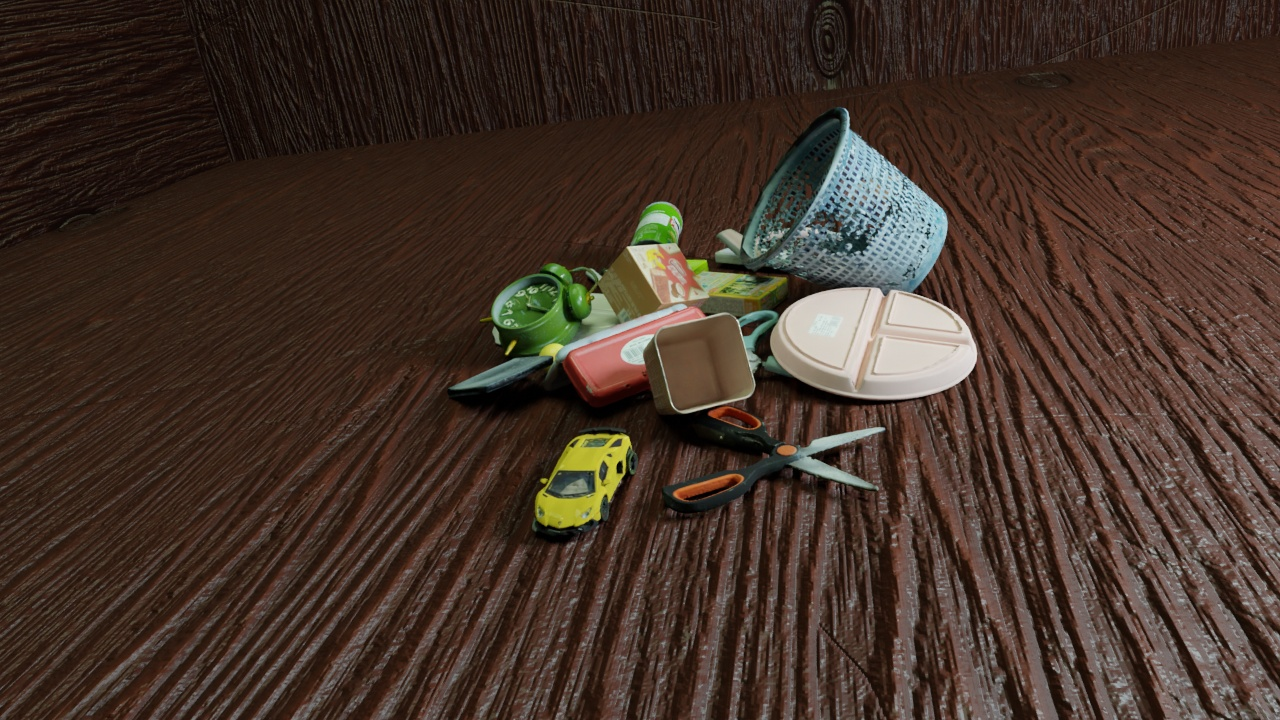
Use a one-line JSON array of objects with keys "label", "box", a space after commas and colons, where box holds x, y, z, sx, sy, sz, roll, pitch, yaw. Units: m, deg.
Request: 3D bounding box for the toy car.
[{"label": "toy car", "box": [-0.052, 0.112, 0.865, 0.071, 0.041, 0.155, -1, 25, 18]}]

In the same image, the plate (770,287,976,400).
[{"label": "plate", "box": [0.264, -0.028, 1.046, 0.229, 0.028, 0.229, -3, 32, 2]}]

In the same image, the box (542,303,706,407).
[{"label": "box", "box": [-0.008, 0.004, 1.103, 0.201, 0.101, 0.102, -22, 65, -31]}]

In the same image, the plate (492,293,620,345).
[{"label": "plate", "box": [-0.086, -0.059, 1.279, 0.266, 0.034, 0.161, 7, 28, 33]}]

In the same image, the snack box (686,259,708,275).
[{"label": "snack box", "box": [0.030, -0.116, 1.379, 0.086, 0.026, 0.156, 5, 26, 31]}]

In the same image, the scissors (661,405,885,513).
[{"label": "scissors", "box": [0.120, 0.092, 0.872, 0.233, 0.022, 0.221, -18, 26, -18]}]

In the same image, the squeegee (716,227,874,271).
[{"label": "squeegee", "box": [0.261, -0.181, 1.382, 0.249, 0.040, 0.247, -1, 18, -9]}]

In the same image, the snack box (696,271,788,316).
[{"label": "snack box", "box": [0.126, -0.094, 1.288, 0.141, 0.034, 0.086, 6, 27, 34]}]

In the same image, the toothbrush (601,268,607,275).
[{"label": "toothbrush", "box": [-0.015, -0.112, 1.331, 0.012, 0.017, 0.186, -52, 33, -4]}]

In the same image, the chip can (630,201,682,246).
[{"label": "chip can", "box": [0.022, -0.184, 1.415, 0.072, 0.072, 0.235, -5, 22, 8]}]

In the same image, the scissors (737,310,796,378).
[{"label": "scissors", "box": [0.167, -0.009, 1.068, 0.181, 0.019, 0.169, 13, 33, 19]}]

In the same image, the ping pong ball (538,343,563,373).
[{"label": "ping pong ball", "box": [-0.107, -0.001, 1.145, 0.040, 0.040, 0.040, -7, 23, 3]}]

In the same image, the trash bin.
[{"label": "trash bin", "box": [0.269, -0.174, 1.172, 0.195, 0.227, 0.226, 28, 20, -13]}]

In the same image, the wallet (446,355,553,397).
[{"label": "wallet", "box": [-0.170, 0.021, 1.109, 0.097, 0.019, 0.121, -26, 10, -32]}]

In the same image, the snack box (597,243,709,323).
[{"label": "snack box", "box": [0.017, -0.091, 1.188, 0.094, 0.077, 0.092, -11, 63, -45]}]

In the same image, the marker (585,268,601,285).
[{"label": "marker", "box": [-0.058, -0.121, 1.436, 0.017, 0.017, 0.145, -16, 24, -16]}]

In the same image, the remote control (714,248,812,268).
[{"label": "remote control", "box": [0.191, -0.158, 1.424, 0.150, 0.021, 0.058, 10, 22, 37]}]

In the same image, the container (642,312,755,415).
[{"label": "container", "box": [0.056, 0.009, 0.966, 0.090, 0.090, 0.111, -14, -5, -10]}]

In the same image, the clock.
[{"label": "clock", "box": [-0.126, -0.070, 1.210, 0.161, 0.056, 0.116, -36, 44, -9]}]
